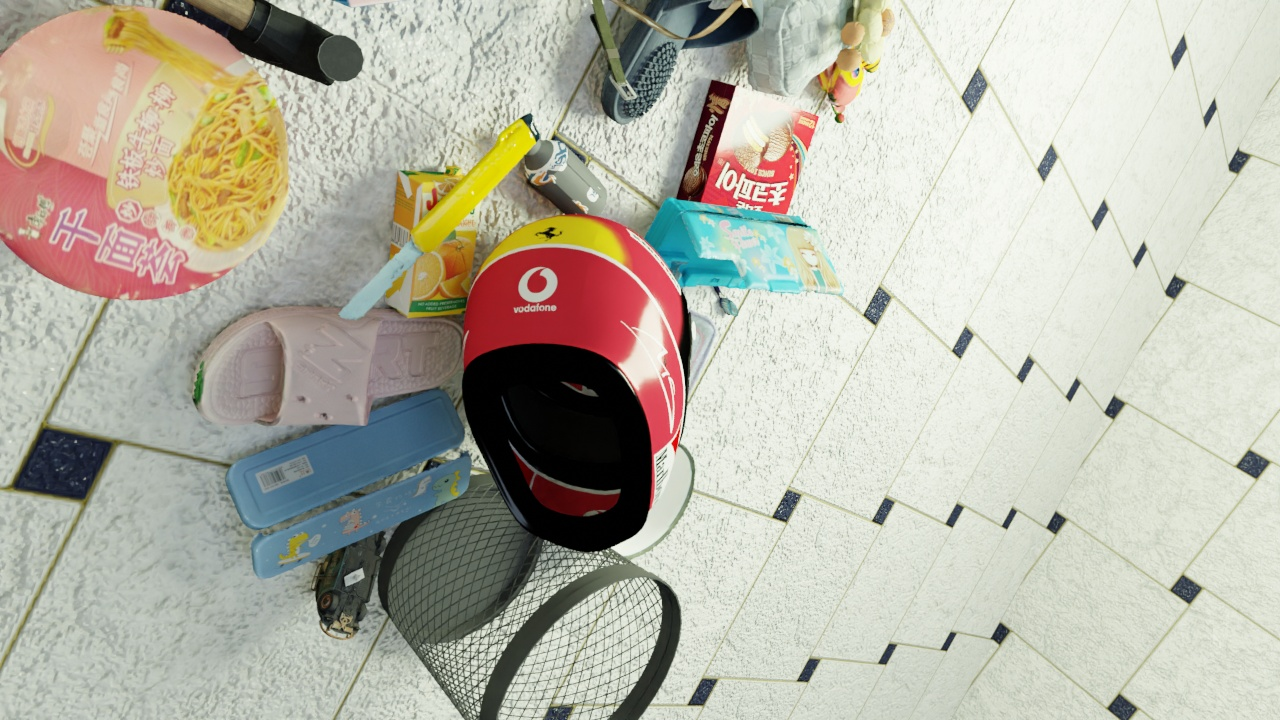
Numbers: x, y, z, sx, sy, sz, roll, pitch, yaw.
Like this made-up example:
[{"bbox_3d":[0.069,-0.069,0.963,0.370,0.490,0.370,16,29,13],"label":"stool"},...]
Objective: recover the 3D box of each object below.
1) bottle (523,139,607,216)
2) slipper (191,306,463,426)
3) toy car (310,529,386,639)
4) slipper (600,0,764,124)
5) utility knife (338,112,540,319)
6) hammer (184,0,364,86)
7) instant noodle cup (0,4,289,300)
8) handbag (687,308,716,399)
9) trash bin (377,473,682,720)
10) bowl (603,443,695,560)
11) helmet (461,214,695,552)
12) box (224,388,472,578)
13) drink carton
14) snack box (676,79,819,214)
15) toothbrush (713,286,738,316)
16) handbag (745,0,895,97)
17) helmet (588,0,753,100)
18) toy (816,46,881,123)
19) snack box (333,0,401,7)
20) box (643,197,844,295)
[{"bbox_3d":[-0.073,-0.169,0.837,0.047,0.047,0.112,-57,140,-4],"label":"bottle"},{"bbox_3d":[-0.238,0.005,0.758,0.238,0.064,0.094,-10,119,-44],"label":"slipper"},{"bbox_3d":[-0.275,0.199,0.848,0.047,0.047,0.111,44,50,-50],"label":"toy car"},{"bbox_3d":[0.065,-0.321,0.841,0.263,0.082,0.101,-55,162,-1],"label":"slipper"},{"bbox_3d":[-0.159,-0.116,0.738,0.227,0.019,0.030,-52,134,-17],"label":"utility knife"},{"bbox_3d":[-0.314,-0.243,0.513,0.305,0.132,0.040,22,96,-37],"label":"hammer"},{"bbox_3d":[-0.324,-0.134,0.577,0.178,0.078,0.179,-25,129,-36],"label":"instant noodle cup"},{"bbox_3d":[-0.006,0.006,0.964,0.126,0.069,0.158,25,94,-9],"label":"handbag"},{"bbox_3d":[-0.117,0.246,0.896,0.217,0.227,0.218,-24,128,-35],"label":"trash bin"},{"bbox_3d":[-0.014,0.148,1.065,0.153,0.073,0.154,-24,127,-36],"label":"bowl"},{"bbox_3d":[-0.050,-0.001,0.829,0.224,0.198,0.271,-73,157,-52],"label":"helmet"},{"bbox_3d":[-0.245,0.108,0.807,0.209,0.047,0.122,-22,112,-35],"label":"box"},{"bbox_3d":[-0.175,-0.102,0.777,0.058,0.041,0.123,-8,118,-43],"label":"drink carton"},{"bbox_3d":[0.119,-0.222,1.011,0.151,0.036,0.133,1,112,-46],"label":"snack box"},{"bbox_3d":[0.077,-0.107,1.050,0.016,0.017,0.189,-50,139,-13],"label":"toothbrush"},{"bbox_3d":[0.188,-0.342,0.944,0.171,0.123,0.113,-42,143,-29],"label":"handbag"},{"bbox_3d":[0.013,-0.346,0.702,0.236,0.193,0.223,59,44,-24],"label":"helmet"},{"bbox_3d":[0.241,-0.333,1.065,0.103,0.046,0.084,-53,133,-13],"label":"toy"},{"bbox_3d":[-0.158,-0.315,0.673,0.153,0.033,0.088,-24,128,-35],"label":"snack box"},{"bbox_3d":[0.115,-0.097,0.977,0.226,0.117,0.097,-2,132,-44],"label":"box"}]
